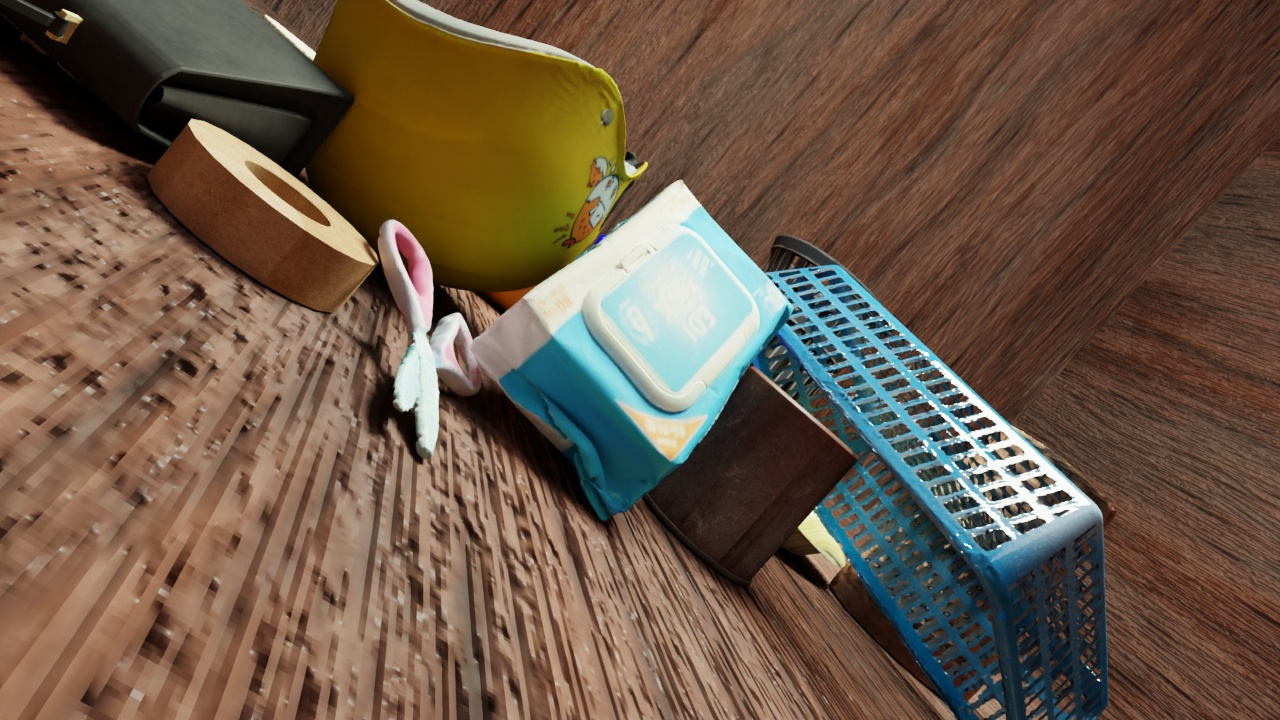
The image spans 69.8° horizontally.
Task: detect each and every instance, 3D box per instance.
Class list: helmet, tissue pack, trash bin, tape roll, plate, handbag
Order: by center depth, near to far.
[{"bbox_3d":[-0.250,-0.160,0.395,0.176,0.072,0.195,41,8,2],"label":"handbag"},{"bbox_3d":[-0.160,-0.061,0.396,0.094,0.027,0.094,41,4,-4],"label":"tape roll"},{"bbox_3d":[0.002,-0.013,0.502,0.117,0.066,0.208,49,43,-4],"label":"tissue pack"},{"bbox_3d":[-0.116,-0.113,0.587,0.209,0.139,0.240,24,-8,9],"label":"helmet"},{"bbox_3d":[0.293,0.173,0.809,0.151,0.210,0.151,41,4,-3],"label":"trash bin"},{"bbox_3d":[0.115,0.119,0.838,0.184,0.036,0.184,49,12,-14],"label":"plate"},{"bbox_3d":[0.140,0.001,1.013,0.164,0.227,0.164,41,-3,2],"label":"trash bin"}]

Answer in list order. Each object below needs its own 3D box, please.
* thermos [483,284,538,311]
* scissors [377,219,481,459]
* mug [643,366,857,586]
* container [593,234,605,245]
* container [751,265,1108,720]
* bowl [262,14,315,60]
[{"bbox_3d":[-0.128,-0.105,0.783,0.232,0.076,0.092,41,-22,-4],"label":"thermos"},{"bbox_3d":[-0.086,0.005,0.399,0.178,0.016,0.101,-117,-179,-58],"label":"scissors"},{"bbox_3d":[0.069,0.070,0.582,0.096,0.110,0.123,46,5,1],"label":"mug"},{"bbox_3d":[-0.001,-0.018,0.627,0.113,0.085,0.084,33,2,-3],"label":"container"},{"bbox_3d":[0.193,0.091,0.660,0.362,0.089,0.257,-119,-175,-53],"label":"container"},{"bbox_3d":[-0.280,-0.222,0.761,0.115,0.062,0.115,40,4,-4],"label":"bowl"}]
